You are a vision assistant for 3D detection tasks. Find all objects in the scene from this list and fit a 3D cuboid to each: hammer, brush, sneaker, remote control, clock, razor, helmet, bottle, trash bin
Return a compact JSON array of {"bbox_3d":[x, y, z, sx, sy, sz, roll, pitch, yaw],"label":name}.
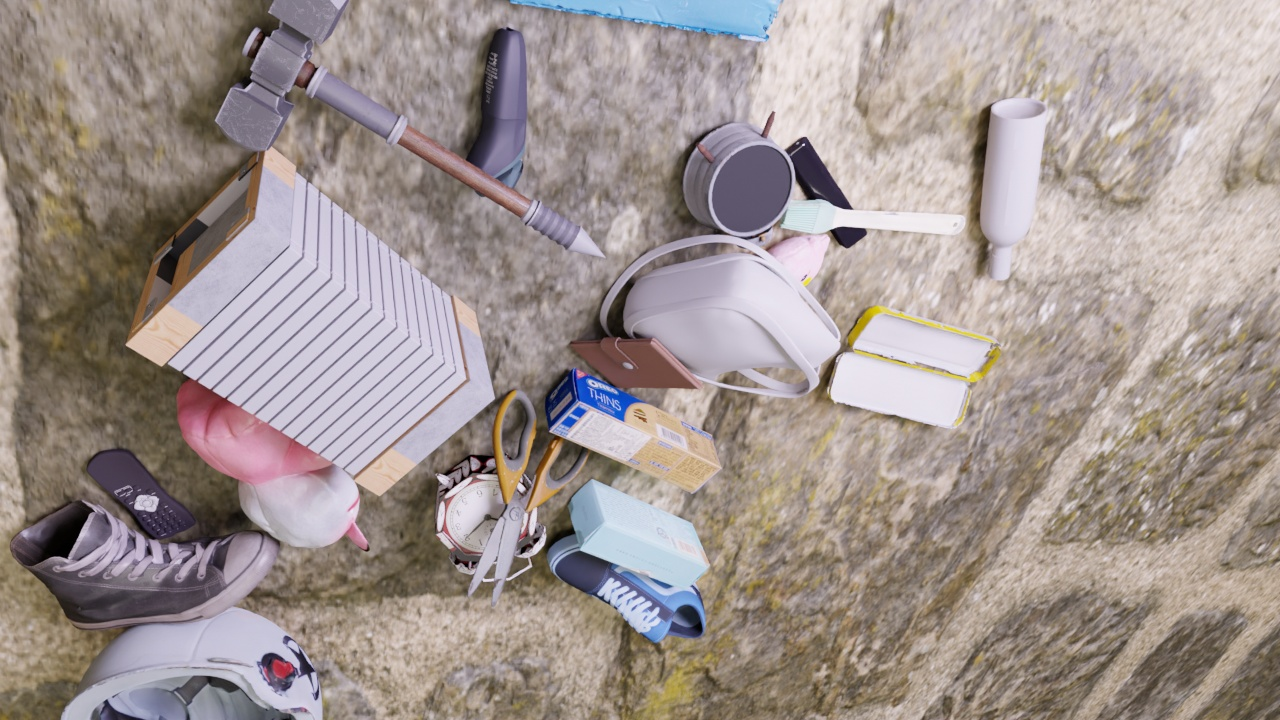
[{"bbox_3d":[-0.164,-0.167,0.750,0.322,0.043,0.156,30,112,-21],"label":"hammer"},{"bbox_3d":[0.241,-0.144,0.938,0.217,0.012,0.033,0,124,-20],"label":"brush"},{"bbox_3d":[-0.005,0.288,1.134,0.241,0.098,0.083,30,111,-33],"label":"sneaker"},{"bbox_3d":[-0.500,0.135,0.918,0.046,0.009,0.124,-23,128,-1],"label":"remote control"},{"bbox_3d":[-0.167,0.177,1.020,0.114,0.065,0.155,-16,113,-7],"label":"clock"},{"bbox_3d":[0.186,-0.166,0.921,0.032,0.015,0.136,-37,127,10],"label":"remote control"},{"bbox_3d":[-0.119,-0.207,0.777,0.052,0.047,0.143,-17,130,-38],"label":"razor"},{"bbox_3d":[-0.481,0.191,0.900,0.235,0.095,0.120,-7,133,9],"label":"sneaker"},{"bbox_3d":[-0.469,0.352,0.986,0.237,0.163,0.264,-26,130,5],"label":"helmet"},{"bbox_3d":[0.384,-0.171,0.959,0.052,0.052,0.195,-16,128,-7],"label":"bottle"},{"bbox_3d":[0.097,-0.157,0.873,0.104,0.056,0.148,-25,124,-11],"label":"clock"},{"bbox_3d":[-0.272,-0.030,0.789,0.142,0.142,0.247,-39,127,11],"label":"trash bin"}]

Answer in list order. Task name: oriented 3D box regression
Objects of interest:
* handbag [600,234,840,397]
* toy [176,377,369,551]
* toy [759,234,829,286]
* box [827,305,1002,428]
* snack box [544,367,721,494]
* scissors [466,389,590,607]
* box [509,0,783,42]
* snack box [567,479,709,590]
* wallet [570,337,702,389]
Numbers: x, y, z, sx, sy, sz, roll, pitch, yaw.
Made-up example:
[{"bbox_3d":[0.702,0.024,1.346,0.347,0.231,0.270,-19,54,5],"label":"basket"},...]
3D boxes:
[{"bbox_3d":[0.095,-0.023,0.935,0.216,0.095,0.222,-8,147,39],"label":"handbag"},{"bbox_3d":[-0.350,0.106,0.882,0.142,0.084,0.213,4,137,24],"label":"toy"},{"bbox_3d":[0.151,-0.095,0.934,0.093,0.050,0.103,-30,170,-22],"label":"toy"},{"bbox_3d":[0.325,0.010,1.083,0.209,0.038,0.130,12,111,-26],"label":"box"},{"bbox_3d":[-0.006,0.079,1.006,0.206,0.057,0.056,28,122,-31],"label":"snack box"},{"bbox_3d":[-0.118,0.148,0.972,0.161,0.016,0.225,14,80,-36],"label":"scissors"},{"bbox_3d":[0.011,-0.315,0.736,0.231,0.048,0.093,2,125,-19],"label":"box"},{"bbox_3d":[-0.001,0.209,1.094,0.174,0.075,0.053,30,112,-33],"label":"snack box"},{"bbox_3d":[-0.006,0.005,0.933,0.087,0.121,0.013,43,61,-36],"label":"wallet"}]
